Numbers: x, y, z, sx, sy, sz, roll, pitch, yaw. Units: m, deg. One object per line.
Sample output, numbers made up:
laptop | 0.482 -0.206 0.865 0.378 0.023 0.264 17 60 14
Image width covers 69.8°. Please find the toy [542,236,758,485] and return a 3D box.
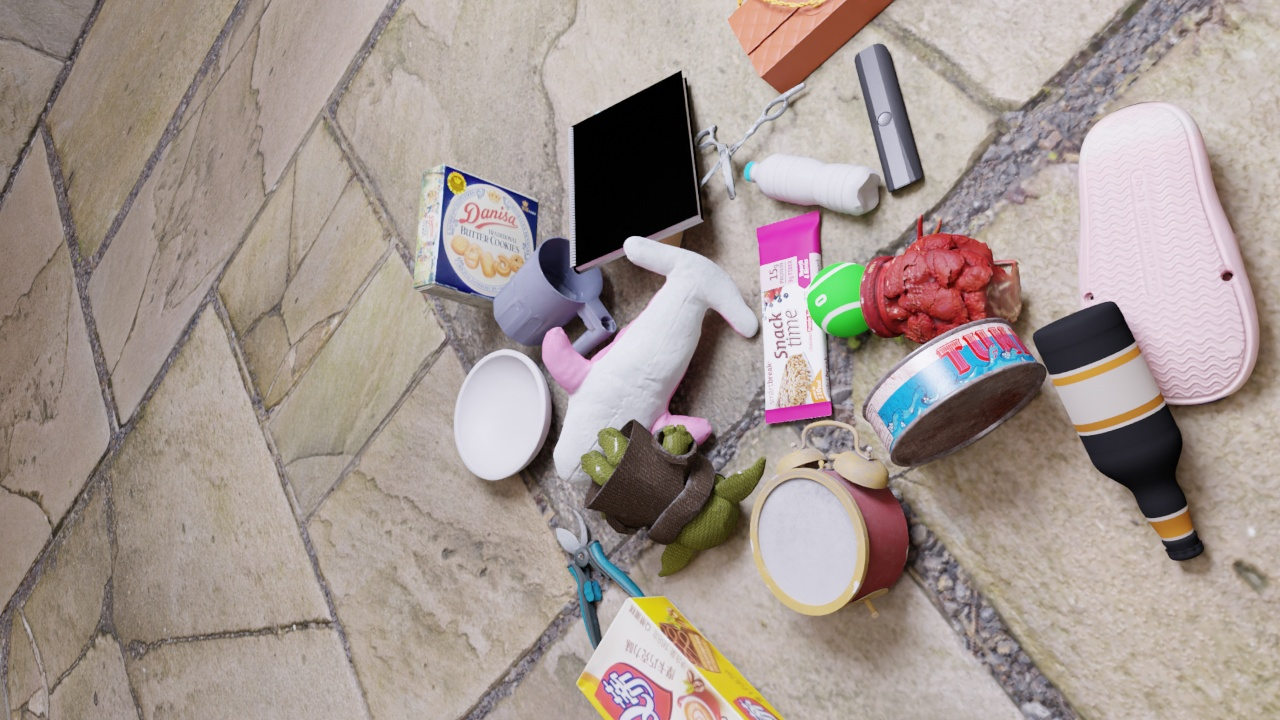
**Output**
toy | -0.005 0.005 0.927 0.186 0.127 0.266 32 104 -7

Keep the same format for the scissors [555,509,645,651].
scissors | -0.041 0.227 0.950 0.125 0.019 0.155 -13 73 36

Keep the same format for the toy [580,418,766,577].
toy | 0.020 0.118 0.851 0.180 0.152 0.078 -55 12 32

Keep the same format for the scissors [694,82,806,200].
scissors | 0.095 -0.216 0.918 0.175 0.014 0.141 -44 35 10

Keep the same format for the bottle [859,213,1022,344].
bottle | 0.245 -0.061 0.742 0.111 0.098 0.099 -1 79 49

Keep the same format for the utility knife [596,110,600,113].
utility knife | 0.000 -0.240 1.025 0.165 0.015 0.022 39 98 34

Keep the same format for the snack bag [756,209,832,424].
snack bag | 0.142 -0.041 0.863 0.070 0.016 0.196 -11 74 38

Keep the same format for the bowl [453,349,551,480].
bowl | -0.150 0.064 1.058 0.150 0.043 0.149 -10 74 37

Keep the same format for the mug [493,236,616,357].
mug | -0.093 -0.057 1.013 0.104 0.083 0.124 -38 86 41

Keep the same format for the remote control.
remote control | 0.225 -0.221 0.836 0.033 0.015 0.146 -22 67 34

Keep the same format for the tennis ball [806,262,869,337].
tennis ball | 0.179 -0.053 0.804 0.065 0.065 0.065 -10 74 37

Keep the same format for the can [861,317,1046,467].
can | 0.237 0.026 0.697 0.130 0.129 0.044 -42 57 24

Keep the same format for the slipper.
slipper | 0.371 -0.076 0.660 0.107 0.055 0.221 -13 82 38

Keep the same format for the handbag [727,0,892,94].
handbag | 0.169 -0.361 0.887 0.172 0.060 0.108 -38 55 26

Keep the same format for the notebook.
notebook | -0.011 -0.199 0.964 0.149 0.016 0.206 -20 54 24

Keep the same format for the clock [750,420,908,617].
clock | 0.162 0.129 0.765 0.117 0.081 0.159 -3 88 50

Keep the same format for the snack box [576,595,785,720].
snack box | 0.050 0.329 0.826 0.230 0.061 0.110 39 105 37

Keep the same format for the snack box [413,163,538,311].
snack box | -0.189 -0.137 1.068 0.043 0.144 0.145 -7 76 41

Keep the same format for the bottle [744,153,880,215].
bottle | 0.157 -0.168 0.860 0.136 0.044 0.044 21 93 40

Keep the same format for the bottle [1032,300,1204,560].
bottle | 0.339 0.052 0.637 0.059 0.059 0.181 -27 87 32

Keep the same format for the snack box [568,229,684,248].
snack box | -0.011 -0.162 0.996 0.126 0.040 0.088 12 88 40
